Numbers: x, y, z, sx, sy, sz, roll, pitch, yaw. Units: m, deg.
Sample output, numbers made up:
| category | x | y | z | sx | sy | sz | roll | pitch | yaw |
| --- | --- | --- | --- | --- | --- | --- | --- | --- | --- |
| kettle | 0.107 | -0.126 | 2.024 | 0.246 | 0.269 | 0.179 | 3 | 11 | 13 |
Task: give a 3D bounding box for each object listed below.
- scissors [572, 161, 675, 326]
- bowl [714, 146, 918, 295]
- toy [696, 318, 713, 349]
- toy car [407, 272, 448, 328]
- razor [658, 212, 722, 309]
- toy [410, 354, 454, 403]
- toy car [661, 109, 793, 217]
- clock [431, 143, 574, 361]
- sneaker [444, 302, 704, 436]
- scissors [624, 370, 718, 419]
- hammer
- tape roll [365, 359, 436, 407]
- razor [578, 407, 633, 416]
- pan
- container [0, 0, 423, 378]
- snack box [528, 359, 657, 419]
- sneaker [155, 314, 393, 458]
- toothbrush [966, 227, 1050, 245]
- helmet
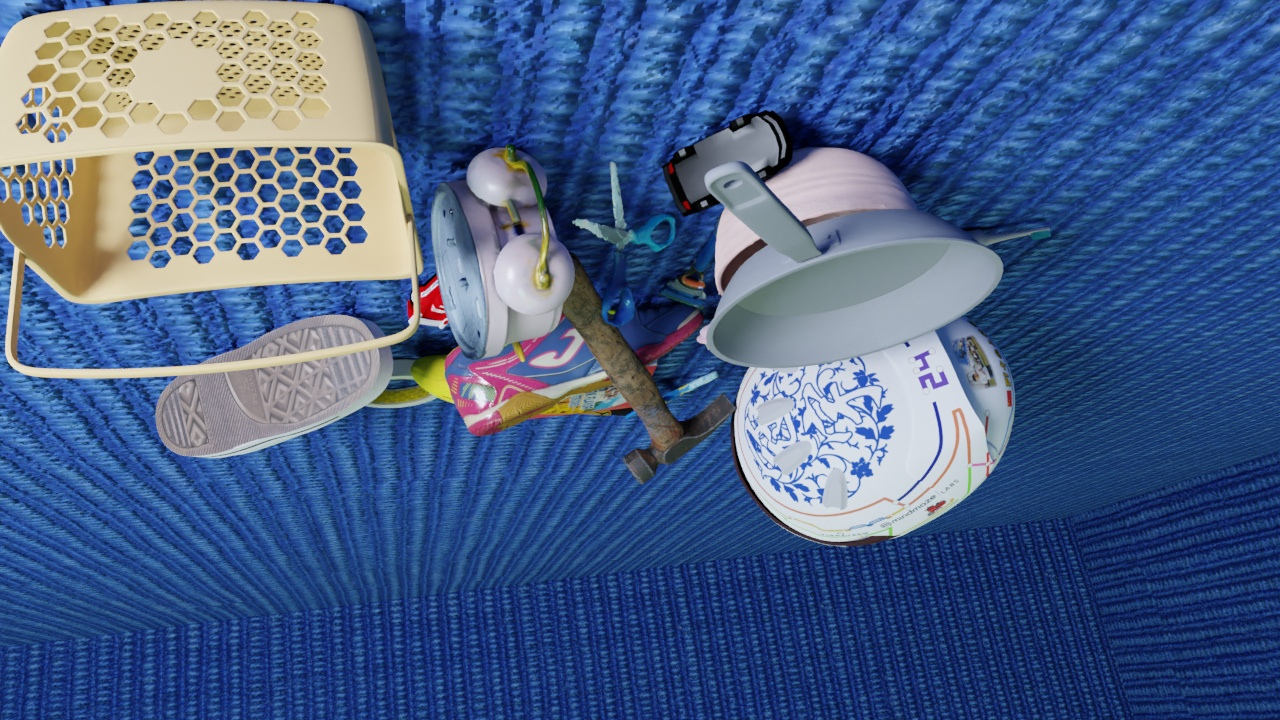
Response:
| category | x | y | z | sx | sy | sz | roll | pitch | yaw |
| --- | --- | --- | --- | --- | --- | --- | --- | --- | --- |
| scissors | -0.014 | -0.076 | 0.652 | 0.014 | 0.119 | 0.129 | 22 | -175 | 28 |
| bowl | 0.119 | -0.101 | 0.648 | 0.153 | 0.076 | 0.153 | -9 | 161 | -3 |
| toy | 0.093 | -0.030 | 0.848 | 0.096 | 0.041 | 0.108 | -21 | 179 | 23 |
| toy car | -0.151 | -0.055 | 0.730 | 0.038 | 0.025 | 0.090 | 8 | 154 | -39 |
| razor | 0.055 | -0.084 | 0.752 | 0.044 | 0.018 | 0.141 | 20 | 152 | -7 |
| toy | -0.169 | 0.018 | 0.868 | 0.095 | 0.041 | 0.094 | 16 | -177 | -34 |
| toy car | 0.058 | -0.129 | 0.599 | 0.092 | 0.042 | 0.036 | -22 | -178 | 31 |
| clock | -0.089 | -0.069 | 0.592 | 0.058 | 0.116 | 0.158 | -12 | 163 | -24 |
| sneaker | -0.056 | -0.019 | 0.819 | 0.241 | 0.091 | 0.116 | -23 | 172 | -21 |
| scissors | 0.035 | 0.040 | 1.057 | 0.130 | 0.013 | 0.125 | -23 | 178 | 12 |
| hammer | -0.005 | 0.005 | 0.775 | 0.120 | 0.033 | 0.330 | -37 | 147 | -3 |
| tape roll | -0.244 | 0.024 | 0.918 | 0.094 | 0.019 | 0.094 | -8 | 160 | -3 |
| razor | -0.055 | 0.055 | 1.089 | 0.144 | 0.021 | 0.044 | 4 | 157 | -38 |
| pan | 0.108 | -0.061 | 0.563 | 0.201 | 0.050 | 0.356 | -18 | 158 | 21 |
| container | -0.204 | -0.074 | 0.443 | 0.183 | 0.166 | 0.129 | -5 | 160 | -9 |
| snack box | -0.064 | 0.018 | 0.949 | 0.145 | 0.040 | 0.143 | -6 | 161 | -10 |
| sneaker | -0.309 | 0.030 | 0.820 | 0.246 | 0.091 | 0.097 | -21 | 169 | 23 |
| toothbrush | 0.264 | -0.099 | 0.799 | 0.188 | 0.019 | 0.018 | -9 | 163 | 0 |
| helmet | 0.206 | 0.065 | 0.911 | 0.315 | 0.231 | 0.235 | -31 | 159 | 33 |
